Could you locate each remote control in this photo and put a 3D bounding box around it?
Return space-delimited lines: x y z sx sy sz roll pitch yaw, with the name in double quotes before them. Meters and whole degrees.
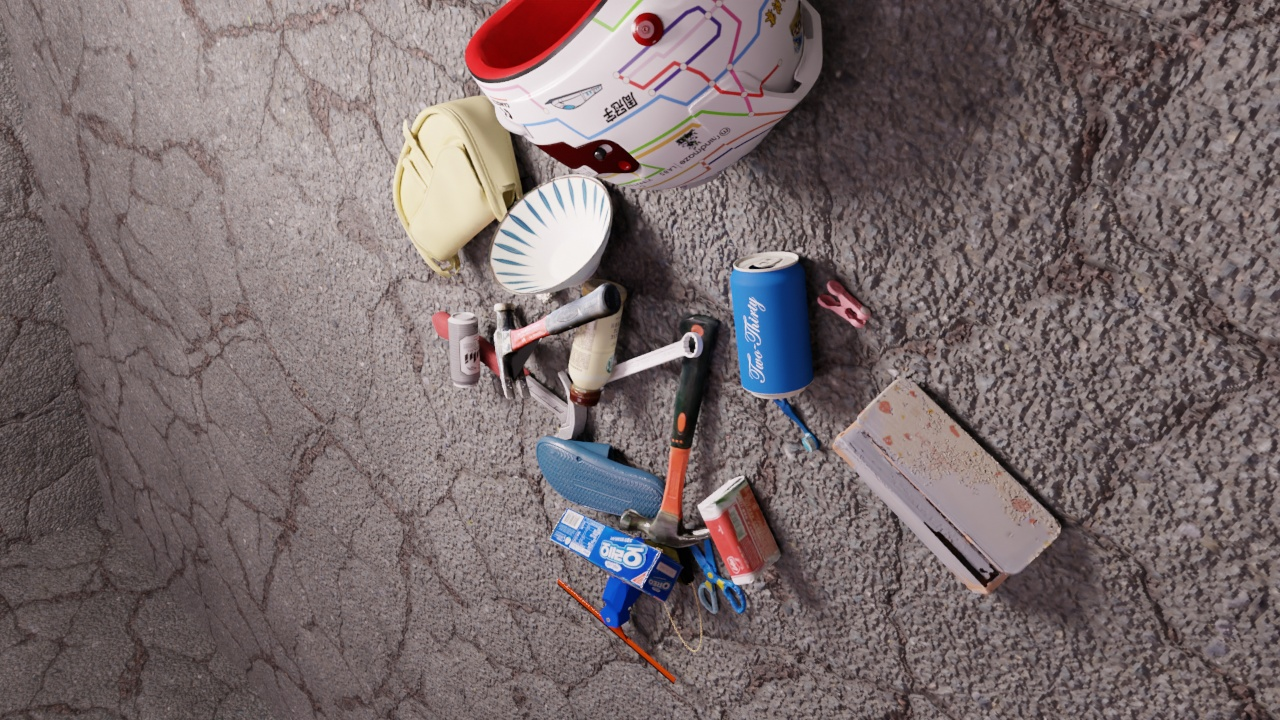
"remote control" -0.182 -0.219 1.246 0.125 0.010 0.039 -10 104 46

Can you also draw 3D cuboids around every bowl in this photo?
"bowl" -0.097 -0.140 1.142 0.177 0.177 0.071 15 161 37

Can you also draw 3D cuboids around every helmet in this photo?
"helmet" 0.012 -0.278 0.875 0.315 0.230 0.236 -14 136 40

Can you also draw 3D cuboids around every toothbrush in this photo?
"toothbrush" 0.165 0.049 1.056 0.021 0.016 0.132 -37 84 44

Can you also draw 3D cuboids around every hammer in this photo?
"hammer" -0.113 -0.036 1.177 0.327 0.036 0.140 -18 77 58
"hammer" -0.201 0.009 1.368 0.316 0.036 0.126 34 128 27
"hammer" 0.053 0.095 1.157 0.133 0.033 0.334 15 118 17

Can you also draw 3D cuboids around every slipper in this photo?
"slipper" -0.052 0.165 1.289 0.214 0.059 0.104 19 125 18

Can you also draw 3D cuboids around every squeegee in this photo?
"squeegee" -0.026 0.339 1.356 0.249 0.055 0.185 33 119 30

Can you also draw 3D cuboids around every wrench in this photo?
"wrench" -0.007 0.007 1.166 0.274 0.009 0.047 -20 77 54

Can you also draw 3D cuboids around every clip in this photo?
"clip" 0.211 -0.054 0.958 0.058 0.022 0.037 40 129 18

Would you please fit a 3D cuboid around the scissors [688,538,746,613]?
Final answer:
"scissors" 0.093 0.293 1.254 0.132 0.019 0.105 56 135 10

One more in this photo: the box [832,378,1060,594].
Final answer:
"box" 0.308 0.131 0.948 0.216 0.096 0.105 47 169 14

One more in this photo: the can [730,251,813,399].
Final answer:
"can" 0.142 -0.037 0.988 0.079 0.078 0.146 9 117 40

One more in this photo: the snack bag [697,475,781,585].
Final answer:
"snack bag" 0.123 0.210 1.133 0.036 0.076 0.116 -22 95 45

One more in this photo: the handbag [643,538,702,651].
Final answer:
"handbag" 0.052 0.334 1.295 0.084 0.027 0.178 7 116 50

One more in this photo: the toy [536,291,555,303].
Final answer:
"toy" -0.147 -0.139 1.236 0.096 0.041 0.109 30 123 31

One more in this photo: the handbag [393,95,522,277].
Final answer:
"handbag" -0.256 -0.234 1.242 0.234 0.088 0.191 -29 85 46

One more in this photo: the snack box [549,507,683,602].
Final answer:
"snack box" -0.039 0.269 1.288 0.059 0.059 0.227 40 162 -35

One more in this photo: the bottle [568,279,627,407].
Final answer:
"bottle" -0.059 -0.020 1.179 0.056 0.056 0.162 26 115 32

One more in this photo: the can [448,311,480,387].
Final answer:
"can" -0.261 -0.016 1.359 0.044 0.043 0.107 18 117 36
